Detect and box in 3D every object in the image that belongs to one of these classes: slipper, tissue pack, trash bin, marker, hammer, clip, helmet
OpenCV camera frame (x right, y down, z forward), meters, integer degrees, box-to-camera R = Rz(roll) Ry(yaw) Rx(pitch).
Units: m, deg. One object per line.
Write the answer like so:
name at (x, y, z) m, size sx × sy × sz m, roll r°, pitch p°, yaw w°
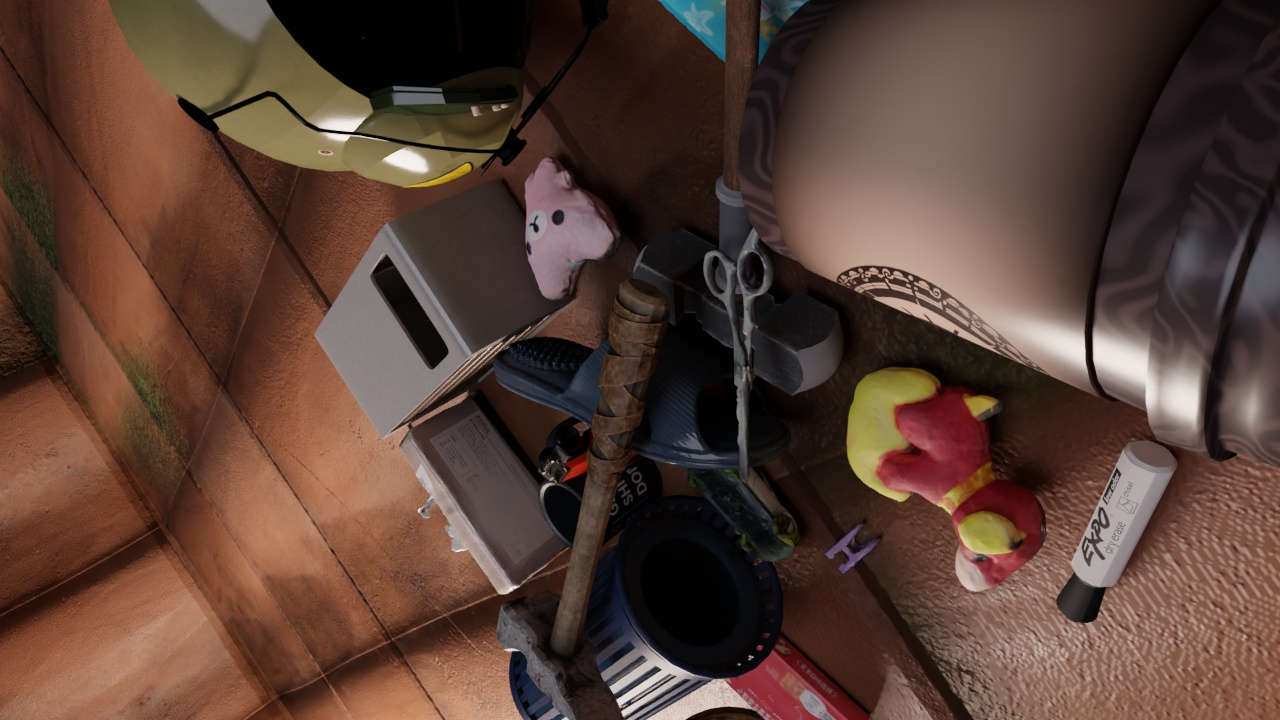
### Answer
slipper at (-0.004, 0.004, 0.660) m, size 0.264 × 0.101 × 0.082 m, roll 18°, pitch 111°, yaw 39°
tissue pack at (-0.155, 0.133, 0.897) m, size 0.181 × 0.103 × 0.071 m, roll 55°, pitch 144°, yaw 1°
trash bin at (-0.010, 0.228, 0.756) m, size 0.139 × 0.139 × 0.250 m, roll 49°, pitch 136°, yaw 10°
marker at (0.253, 0.097, 0.495) m, size 0.025 × 0.025 × 0.126 m, roll 29°, pitch 134°, yaw 31°
hammer at (-0.029, 0.100, 0.605) m, size 0.121 × 0.048 × 0.319 m, roll 38°, pitch 124°, yaw 43°
clip at (0.150, 0.134, 0.642) m, size 0.037 × 0.013 × 0.053 m, roll 56°, pitch 144°, yaw 3°
hammer at (0.053, -0.122, 0.489) m, size 0.156 × 0.043 × 0.323 m, roll 33°, pitch 149°, yaw 28°
helmet at (-0.154, -0.222, 0.509) m, size 0.233 × 0.254 × 0.250 m, roll 2°, pitch 115°, yaw 43°
trash bin at (-0.175, -0.037, 0.790) m, size 0.114 × 0.114 × 0.230 m, roll 57°, pitch 142°, yaw 1°

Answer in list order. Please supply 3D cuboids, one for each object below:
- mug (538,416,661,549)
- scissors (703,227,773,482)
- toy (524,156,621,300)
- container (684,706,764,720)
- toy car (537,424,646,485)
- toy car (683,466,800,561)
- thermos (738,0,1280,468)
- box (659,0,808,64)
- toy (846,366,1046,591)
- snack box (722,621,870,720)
mug at (-0.041, 0.096, 0.767) m, size 0.071 × 0.077 × 0.105 m, roll -12°, pitch 106°, yaw 50°
scissors at (0.064, -0.002, 0.520) m, size 0.090 × 0.014 × 0.171 m, roll -5°, pitch 100°, yaw 61°
toy at (-0.058, -0.102, 0.673) m, size 0.099 × 0.052 × 0.096 m, roll -34°, pitch 76°, yaw 49°
container at (0.085, 0.418, 0.823) m, size 0.132 × 0.131 × 0.167 m, roll 22°, pitch 136°, yaw 37°
toy car at (-0.030, 0.067, 0.718) m, size 0.049 × 0.100 × 0.051 m, roll 55°, pitch 145°, yaw 13°
toy car at (0.077, 0.101, 0.681) m, size 0.105 × 0.032 × 0.048 m, roll 51°, pitch 140°, yaw 1°
thermos at (0.166, -0.074, 0.368) m, size 0.226 × 0.172 × 0.173 m, roll 26°, pitch 133°, yaw 42°
box at (0.081, -0.244, 0.408) m, size 0.228 × 0.083 × 0.172 m, roll -19°, pitch 101°, yaw 51°
toy at (0.177, 0.058, 0.531) m, size 0.137 × 0.067 × 0.106 m, roll 51°, pitch 141°, yaw 28°
snack box at (0.118, 0.273, 0.764) m, size 0.133 × 0.021 × 0.089 m, roll 40°, pitch 139°, yaw 21°
